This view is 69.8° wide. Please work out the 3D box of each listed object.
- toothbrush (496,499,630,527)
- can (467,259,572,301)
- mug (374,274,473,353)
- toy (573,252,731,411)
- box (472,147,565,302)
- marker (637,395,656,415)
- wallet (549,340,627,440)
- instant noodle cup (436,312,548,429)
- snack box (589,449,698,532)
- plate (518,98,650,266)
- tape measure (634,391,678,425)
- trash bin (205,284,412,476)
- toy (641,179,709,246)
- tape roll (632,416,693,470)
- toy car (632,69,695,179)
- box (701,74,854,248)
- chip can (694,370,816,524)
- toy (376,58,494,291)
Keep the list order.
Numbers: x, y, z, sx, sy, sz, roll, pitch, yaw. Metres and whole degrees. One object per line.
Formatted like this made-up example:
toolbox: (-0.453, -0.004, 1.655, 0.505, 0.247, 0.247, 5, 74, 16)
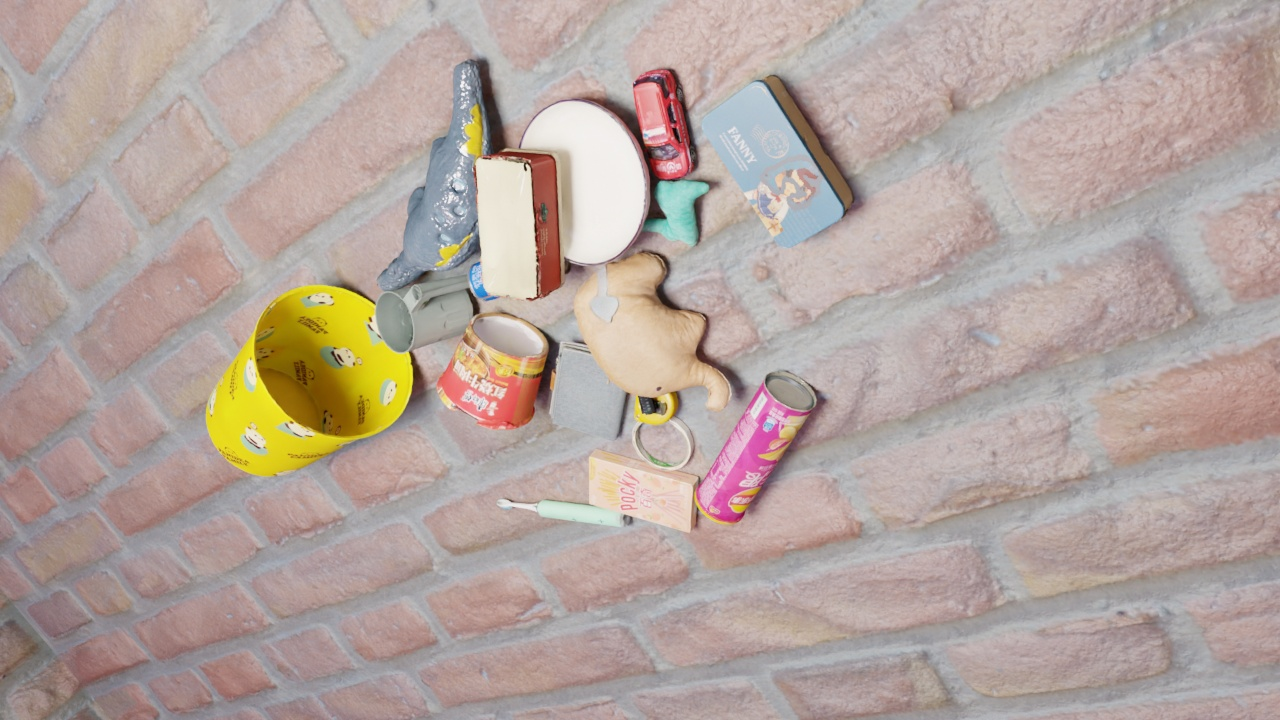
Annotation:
toothbrush: (-0.119, 0.223, 1.363, 0.225, 0.026, 0.027, 2, 139, 25)
can: (-0.155, -0.116, 1.175, 0.135, 0.053, 0.053, -14, 110, 32)
mug: (-0.277, -0.071, 1.217, 0.124, 0.103, 0.083, -40, 77, 41)
toy: (0.014, -0.019, 1.122, 0.143, 0.082, 0.226, -35, 98, 14)
box: (-0.147, -0.157, 1.074, 0.091, 0.076, 0.168, 10, 114, 26)
marker: (-0.007, 0.007, 1.170, 0.023, 0.018, 0.130, -18, 89, 31)
wallet: (-0.069, 0.038, 1.231, 0.106, 0.036, 0.130, 16, 124, 5)
instant noodle cup: (-0.189, 0.008, 1.221, 0.138, 0.137, 0.109, 29, 117, 9)
snack box: (0.003, 0.181, 1.280, 0.157, 0.026, 0.085, 12, 121, 20)
plate: (-0.062, -0.208, 1.072, 0.193, 0.038, 0.193, 15, 117, 32)
tape measure: (0.019, 0.055, 1.192, 0.057, 0.028, 0.060, 11, 103, 20)
trash bin: (-0.498, 0.046, 1.344, 0.256, 0.228, 0.229, -30, 101, 41)
toy: (0.038, -0.169, 1.057, 0.096, 0.030, 0.092, 6, 137, 21)
tape roll: (0.030, 0.109, 1.234, 0.086, 0.013, 0.086, 12, 122, 20)
toy car: (0.024, -0.258, 1.015, 0.053, 0.045, 0.120, -4, 117, 30)
box: (0.143, -0.215, 0.970, 0.090, 0.059, 0.184, -31, 102, 35)
chip can: (0.141, 0.112, 1.145, 0.071, 0.071, 0.211, 32, 126, 7)
toy: (-0.246, -0.192, 1.150, 0.138, 0.091, 0.357, 50, 128, 19)
